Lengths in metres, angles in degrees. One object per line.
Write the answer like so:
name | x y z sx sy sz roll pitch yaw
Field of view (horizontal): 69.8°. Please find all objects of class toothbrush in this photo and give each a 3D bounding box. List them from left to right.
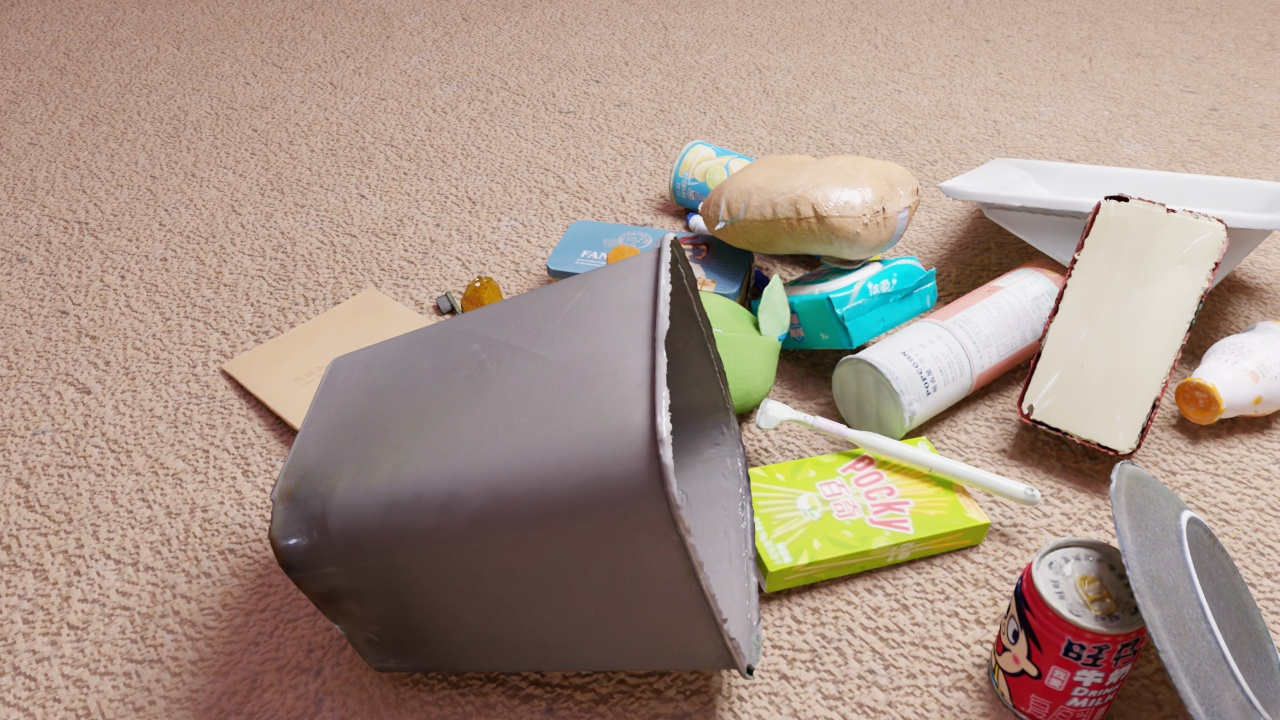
toothbrush | -0.137 -0.005 0.762 0.017 0.012 0.185 -23 44 -15
toothbrush | 0.170 0.062 0.618 0.190 0.020 0.029 17 46 17

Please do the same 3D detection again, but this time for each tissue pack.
tissue pack | 0.158 -0.045 0.726 0.093 0.050 0.134 -24 11 -23

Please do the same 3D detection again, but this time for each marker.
marker | 0.084 -0.101 0.863 0.016 0.017 0.145 -19 43 -20

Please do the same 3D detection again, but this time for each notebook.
notebook | -0.221 0.008 0.734 0.212 0.012 0.149 26 47 38

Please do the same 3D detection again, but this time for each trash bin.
trash bin | -0.058 0.070 0.518 0.220 0.199 0.198 -12 40 13

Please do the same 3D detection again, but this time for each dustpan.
dustpan | 0.416 -0.139 0.746 0.258 0.143 0.222 41 34 15

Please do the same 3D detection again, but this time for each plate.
plate | 0.297 0.134 0.472 0.024 0.179 0.179 -29 25 35

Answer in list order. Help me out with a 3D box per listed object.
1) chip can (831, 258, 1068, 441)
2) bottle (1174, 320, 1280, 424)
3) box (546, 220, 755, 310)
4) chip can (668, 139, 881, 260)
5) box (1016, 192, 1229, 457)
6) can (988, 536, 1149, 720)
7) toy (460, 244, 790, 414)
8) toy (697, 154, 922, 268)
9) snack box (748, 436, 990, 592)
chip can | 0.249 -0.012 0.706 0.214 0.071 0.071 -26 45 -26
bottle | 0.444 0.012 0.675 0.108 0.063 0.063 -20 43 -22
box | 0.004 -0.070 0.797 0.184 0.061 0.089 9 40 10
chip can | 0.130 -0.149 0.877 0.210 0.071 0.071 27 47 30
box | 0.330 -0.023 0.630 0.091 0.168 0.080 23 9 27
can | 0.232 0.148 0.497 0.066 0.094 0.066 -1 40 1
toy | -0.004 0.004 0.682 0.246 0.090 0.226 -5 66 -14
toy | 0.114 -0.130 0.760 0.143 0.082 0.226 -16 22 -41
snack box | 0.139 0.098 0.607 0.156 0.026 0.085 -8 41 -13
